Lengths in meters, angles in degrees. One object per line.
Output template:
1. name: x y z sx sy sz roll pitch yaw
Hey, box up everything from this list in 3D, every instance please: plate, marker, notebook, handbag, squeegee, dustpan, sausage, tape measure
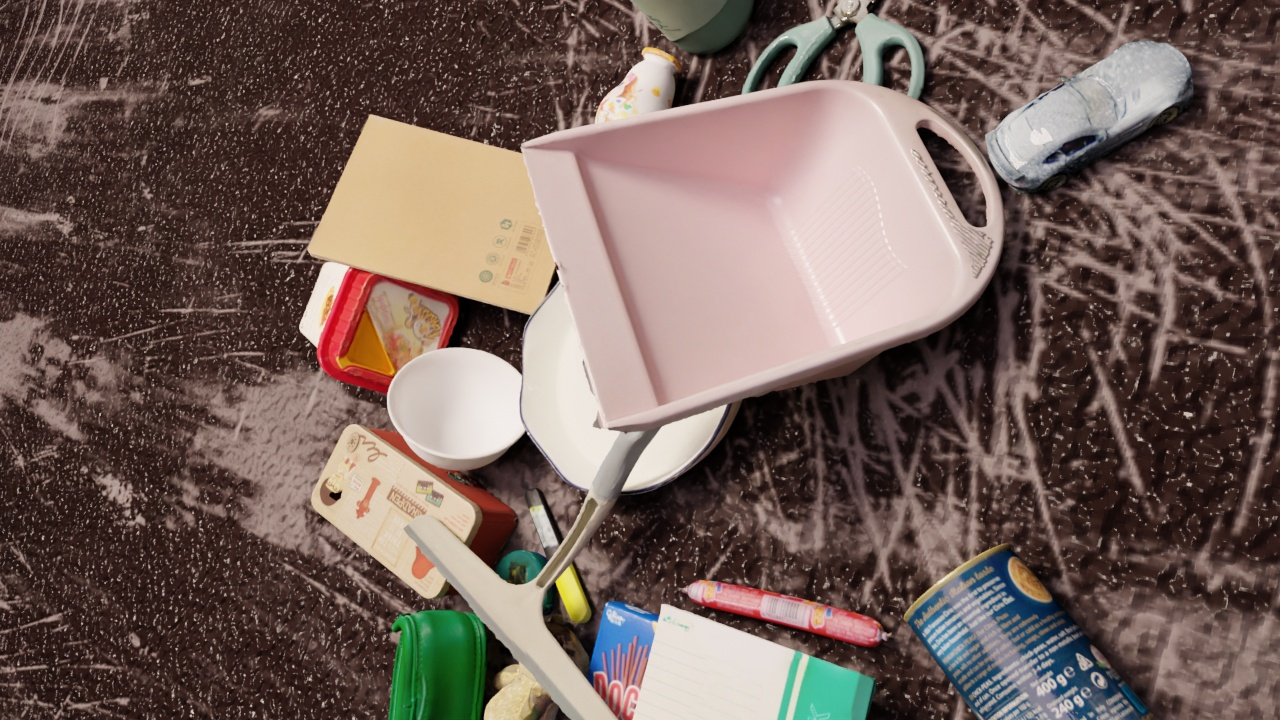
1. plate: -0.004 0.004 0.712 0.205 0.045 0.204 -9 73 32
2. marker: -0.067 0.153 0.732 0.018 0.015 0.124 -40 55 17
3. notebook: -0.165 -0.129 0.798 0.208 0.008 0.147 15 70 5
4. handbag: -0.173 0.264 0.727 0.120 0.068 0.131 -17 67 58
5. squeegee: -0.033 0.099 0.656 0.246 0.039 0.247 37 102 31
6. dustpan: 0.084 -0.093 0.583 0.139 0.272 0.222 -49 54 48
7. sausage: 0.094 0.167 0.615 0.156 0.020 0.020 4 79 35
8. notebook: 0.051 0.276 0.569 0.151 0.012 0.209 11 82 33
9. tape measure: -0.095 0.180 0.735 0.058 0.025 0.054 -15 69 29

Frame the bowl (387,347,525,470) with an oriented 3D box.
1. bowl: -0.153 0.054 0.777 0.118 0.118 0.065 55 147 32

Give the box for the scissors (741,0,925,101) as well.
1. scissors: 0.160 -0.226 0.683 0.174 0.019 0.177 -52 54 9

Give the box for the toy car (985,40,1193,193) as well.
1. toy car: 0.278 -0.153 0.572 0.121 0.036 0.054 -30 62 20

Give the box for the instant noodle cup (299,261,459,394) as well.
1. instant noodle cup: -0.250 -0.038 0.856 0.124 0.116 0.116 19 87 48

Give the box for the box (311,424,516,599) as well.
1. box: -0.192 0.130 0.791 0.168 0.079 0.091 28 92 30

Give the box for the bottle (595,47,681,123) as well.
1. bottle: -0.003 -0.201 0.758 0.063 0.063 0.108 25 91 36

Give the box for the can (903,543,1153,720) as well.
1. can: 0.209 0.167 0.502 0.075 0.075 0.111 -44 58 16

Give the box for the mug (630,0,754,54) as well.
1. mug: 0.028 -0.310 0.740 0.082 0.106 0.112 -53 55 11

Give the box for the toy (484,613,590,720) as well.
1. toy: -0.085 0.271 0.686 0.105 0.066 0.157 -148 78 -78

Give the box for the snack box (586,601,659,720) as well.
1. snack box: -0.005 0.260 0.650 0.085 0.026 0.157 9 82 36
